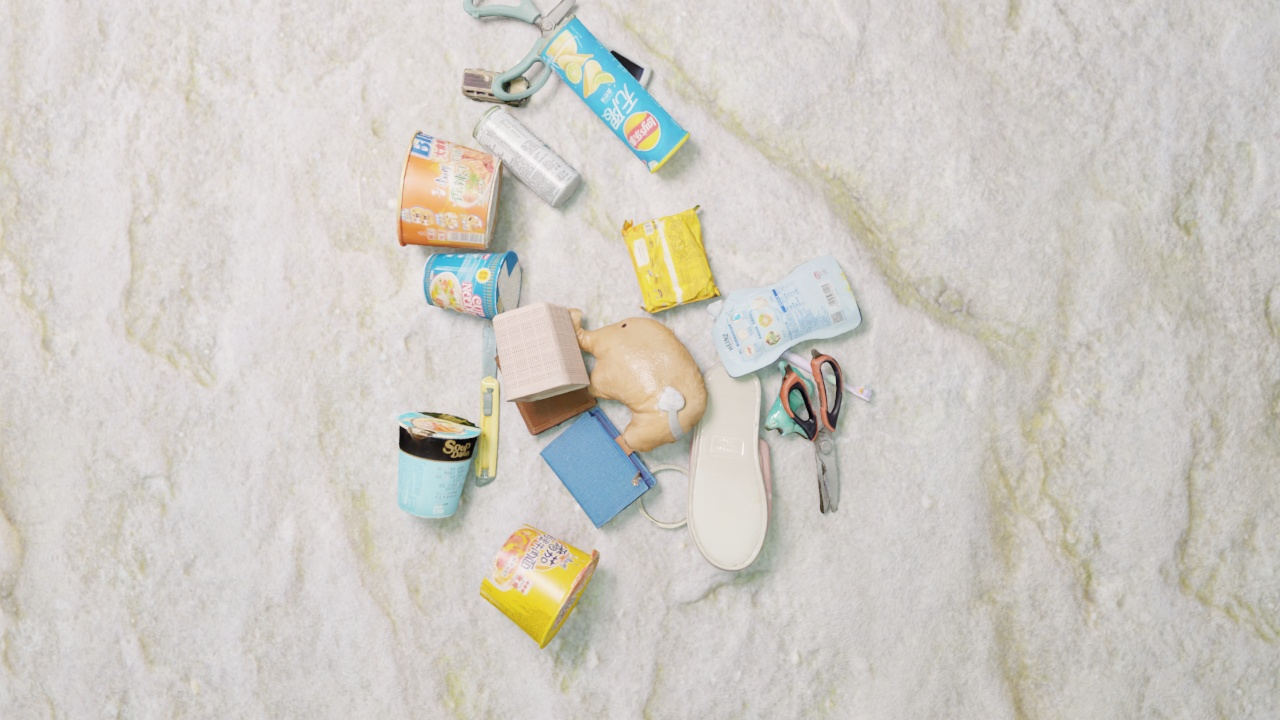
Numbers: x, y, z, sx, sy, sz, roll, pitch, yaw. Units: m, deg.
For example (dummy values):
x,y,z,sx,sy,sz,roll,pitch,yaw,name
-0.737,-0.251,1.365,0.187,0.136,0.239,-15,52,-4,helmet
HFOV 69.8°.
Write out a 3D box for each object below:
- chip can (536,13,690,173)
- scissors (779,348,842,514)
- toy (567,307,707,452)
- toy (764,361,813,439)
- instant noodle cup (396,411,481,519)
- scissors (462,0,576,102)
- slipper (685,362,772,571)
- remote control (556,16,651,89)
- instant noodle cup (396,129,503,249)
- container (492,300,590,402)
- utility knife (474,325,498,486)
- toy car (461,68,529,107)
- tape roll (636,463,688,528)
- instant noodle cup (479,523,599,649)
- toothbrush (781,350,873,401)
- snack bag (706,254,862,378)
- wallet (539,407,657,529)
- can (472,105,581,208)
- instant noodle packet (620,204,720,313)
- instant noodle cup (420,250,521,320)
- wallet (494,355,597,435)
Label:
x,y,z,sx,sy,sz,roll,pitch,yaw,name
-0.034,-0.339,1.174,0.210,0.071,0.071,44,93,-10,chip can
0.225,0.100,1.196,0.192,0.015,0.207,27,91,-22,scissors
-0.007,0.007,1.197,0.143,0.082,0.226,-37,74,-1,toy
0.199,0.060,1.209,0.096,0.030,0.091,34,78,-23,toy
-0.275,0.140,1.211,0.111,0.111,0.120,12,100,3,instant noodle cup
-0.160,-0.414,1.200,0.170,0.019,0.179,14,81,0,scissors
0.116,0.137,1.207,0.114,0.054,0.274,0,80,0,slipper
-0.059,-0.398,1.219,0.150,0.021,0.058,30,93,3,remote control
-0.241,-0.210,1.179,0.111,0.151,0.151,10,92,-5,instant noodle cup
-0.129,-0.011,1.168,0.090,0.090,0.111,-16,83,17,container
-0.208,0.063,1.248,0.031,0.022,0.219,2,87,-3,utility knife
-0.193,-0.365,1.221,0.090,0.035,0.042,9,93,1,toy car
0.037,0.182,1.235,0.086,0.014,0.086,0,92,4,tape roll
-0.134,0.286,1.194,0.110,0.138,0.138,31,93,11,instant noodle cup
0.220,0.003,1.216,0.189,0.029,0.021,27,130,3,toothbrush
0.184,-0.058,1.199,0.191,0.039,0.110,-23,86,0,snack bag
-0.056,0.142,1.225,0.106,0.040,0.133,-40,83,8,wallet
-0.149,-0.268,1.209,0.147,0.058,0.058,41,93,2,can
0.039,-0.134,1.210,0.111,0.044,0.128,-15,93,-1,instant noodle packet
-0.224,-0.101,1.207,0.110,0.099,0.099,6,92,11,instant noodle cup
-0.126,0.027,1.232,0.101,0.032,0.124,-26,90,1,wallet
